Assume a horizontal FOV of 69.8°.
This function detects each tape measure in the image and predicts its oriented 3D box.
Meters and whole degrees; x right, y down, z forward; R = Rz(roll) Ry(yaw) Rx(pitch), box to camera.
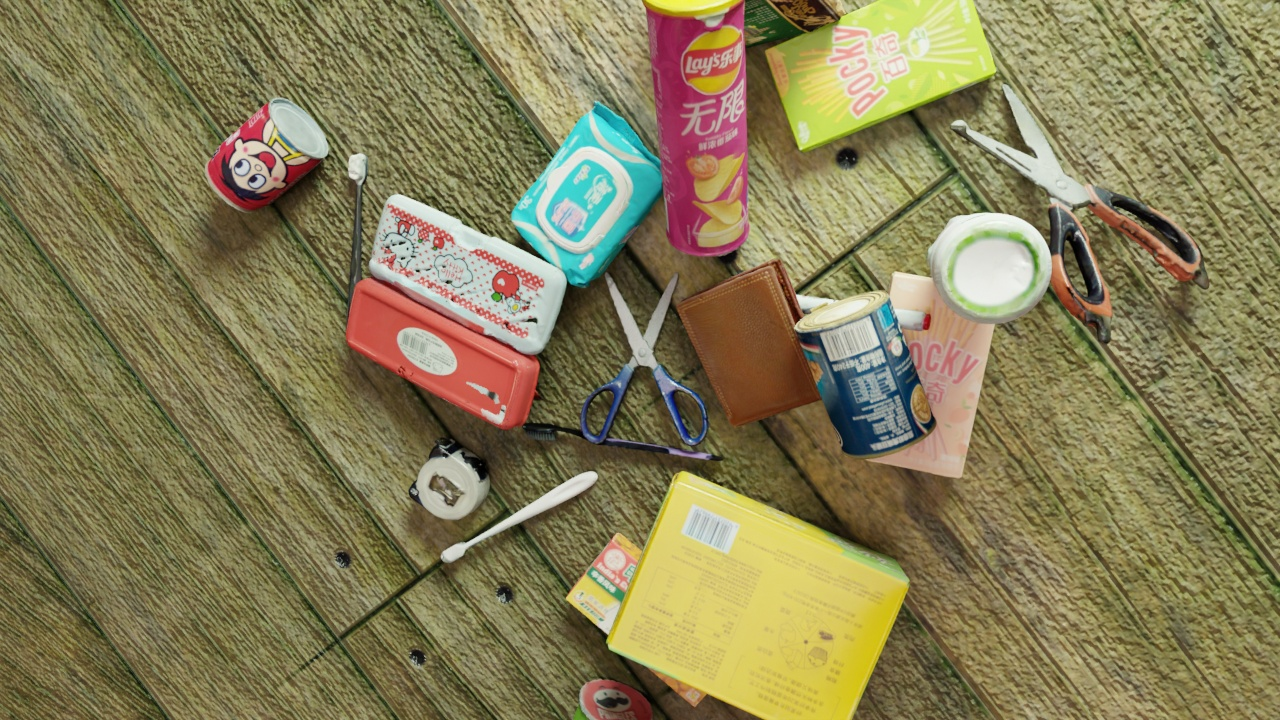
[{"bbox_3d":[-0.178,0.116,0.869,0.066,0.033,0.066,32,108,7],"label":"tape measure"}]

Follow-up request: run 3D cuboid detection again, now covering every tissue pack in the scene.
[{"bbox_3d":[-0.041,-0.139,0.778,0.093,0.050,0.134,41,107,5],"label":"tissue pack"}]

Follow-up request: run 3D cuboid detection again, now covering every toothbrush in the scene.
[{"bbox_3d":[-0.018,0.077,0.831,0.189,0.014,0.017,8,109,13],"label":"toothbrush"},{"bbox_3d":[-0.268,-0.102,0.862,0.016,0.018,0.181,8,103,10],"label":"toothbrush"},{"bbox_3d":[-0.115,0.148,0.870,0.180,0.016,0.016,-30,94,15],"label":"toothbrush"}]

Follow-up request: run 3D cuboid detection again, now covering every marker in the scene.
[{"bbox_3d":[0.160,-0.041,0.743,0.145,0.017,0.017,11,103,27],"label":"marker"}]

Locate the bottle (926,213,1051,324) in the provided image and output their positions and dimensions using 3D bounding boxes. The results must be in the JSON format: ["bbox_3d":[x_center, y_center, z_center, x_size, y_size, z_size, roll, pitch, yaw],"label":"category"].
[{"bbox_3d":[0.235,-0.071,0.641,0.068,0.196,0.068,3,102,14],"label":"bottle"}]

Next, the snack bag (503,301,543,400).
[{"bbox_3d":[-0.116,-0.011,0.833,0.048,0.026,0.104,-4,99,16],"label":"snack bag"}]

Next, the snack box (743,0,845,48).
[{"bbox_3d":[0.079,-0.299,0.685,0.106,0.118,0.117,-17,80,29],"label":"snack box"}]

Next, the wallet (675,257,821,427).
[{"bbox_3d":[0.094,-0.011,0.764,0.101,0.032,0.124,-21,95,36],"label":"wallet"}]

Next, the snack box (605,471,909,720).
[{"bbox_3d":[0.097,0.207,0.777,0.210,0.070,0.158,22,94,6],"label":"snack box"}]

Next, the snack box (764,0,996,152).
[{"bbox_3d":[0.184,-0.231,0.715,0.157,0.026,0.086,-19,94,17],"label":"snack box"}]

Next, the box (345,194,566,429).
[{"bbox_3d":[-0.168,-0.044,0.815,0.201,0.039,0.158,26,114,20],"label":"box"}]

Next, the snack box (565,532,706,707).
[{"bbox_3d":[0.015,0.238,0.844,0.156,0.027,0.077,39,105,5],"label":"snack box"}]

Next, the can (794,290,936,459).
[{"bbox_3d":[0.171,0.009,0.701,0.075,0.075,0.111,-20,101,17],"label":"can"}]

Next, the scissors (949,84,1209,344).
[{"bbox_3d":[0.322,-0.111,0.671,0.188,0.015,0.225,0,66,-18],"label":"scissors"}]

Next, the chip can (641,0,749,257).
[{"bbox_3d":[0.046,-0.178,0.681,0.071,0.071,0.211,6,139,13],"label":"chip can"}]

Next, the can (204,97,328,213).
[{"bbox_3d":[-0.343,-0.185,0.839,0.094,0.066,0.066,-33,91,18],"label":"can"}]

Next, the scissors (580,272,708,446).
[{"bbox_3d":[0.003,0.008,0.808,0.174,0.012,0.162,46,101,3],"label":"scissors"}]

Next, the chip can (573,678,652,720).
[{"bbox_3d":[-0.057,0.424,0.873,0.072,0.072,0.236,21,105,10],"label":"chip can"}]

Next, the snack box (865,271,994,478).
[{"bbox_3d":[0.233,0.012,0.747,0.084,0.026,0.157,10,103,13],"label":"snack box"}]
